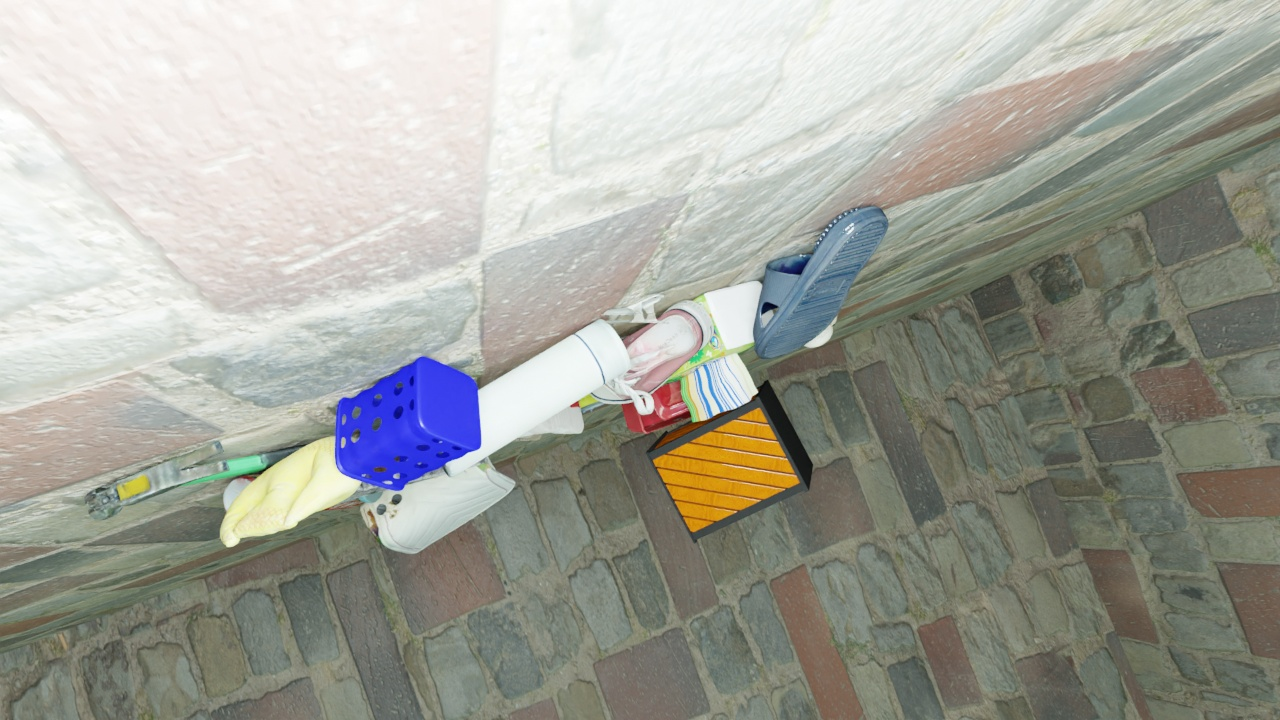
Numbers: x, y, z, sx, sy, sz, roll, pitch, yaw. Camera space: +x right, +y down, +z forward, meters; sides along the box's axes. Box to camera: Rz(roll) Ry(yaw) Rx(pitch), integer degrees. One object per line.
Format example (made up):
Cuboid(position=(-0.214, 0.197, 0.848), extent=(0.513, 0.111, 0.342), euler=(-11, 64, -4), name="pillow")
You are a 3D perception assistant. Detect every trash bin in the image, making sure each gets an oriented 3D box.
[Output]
Cuboid(position=(0.128, 0.137, 1.278), extent=(0.172, 0.139, 0.139), euler=(-28, -179, 15), name="trash bin")

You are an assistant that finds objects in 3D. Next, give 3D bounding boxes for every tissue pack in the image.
Cuboid(position=(0.087, 0.000, 1.196), extent=(0.120, 0.141, 0.198), euler=(-17, 173, -32), name="tissue pack")

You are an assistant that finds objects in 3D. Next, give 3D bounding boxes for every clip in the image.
Cuboid(position=(0.004, -0.047, 1.013), extent=(0.054, 0.043, 0.101), euler=(-10, 180, 25), name="clip")

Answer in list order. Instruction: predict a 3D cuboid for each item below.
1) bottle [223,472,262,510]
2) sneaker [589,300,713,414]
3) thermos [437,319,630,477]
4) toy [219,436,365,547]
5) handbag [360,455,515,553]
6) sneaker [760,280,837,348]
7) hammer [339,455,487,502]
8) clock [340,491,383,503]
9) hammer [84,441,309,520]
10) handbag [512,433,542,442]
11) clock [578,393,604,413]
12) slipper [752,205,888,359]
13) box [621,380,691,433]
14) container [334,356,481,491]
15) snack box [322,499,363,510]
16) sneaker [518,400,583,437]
Cuboid(position=(-0.471, 0.172, 1.193), extent=(0.062, 0.062, 0.137), euler=(-23, 175, 16), name="bottle")
Cuboid(position=(-0.007, 0.007, 1.141), extent=(0.087, 0.118, 0.242), euler=(-42, -176, -41), name="sneaker")
Cuboid(position=(-0.120, 0.038, 0.981), extent=(0.229, 0.068, 0.068), euler=(-31, 177, -16), name="thermos")
Cuboid(position=(-0.342, 0.127, 0.923), extent=(0.171, 0.064, 0.154), euler=(-21, -161, 27), name="toy")
Cuboid(position=(-0.303, 0.194, 1.366), extent=(0.198, 0.096, 0.142), euler=(-33, 159, -1), name="handbag")
Cuboid(position=(0.217, -0.068, 1.225), extent=(0.089, 0.102, 0.241), euler=(-22, 173, 8), name="sneaker")
Cuboid(position=(-0.244, 0.083, 1.072), extent=(0.217, 0.037, 0.302), euler=(-12, 161, -32), name="hammer")
Cuboid(position=(-0.376, 0.154, 1.210), extent=(0.124, 0.053, 0.090), euler=(-1, -165, 1), name="clock")
Cuboid(position=(-0.418, 0.112, 0.996), extent=(0.130, 0.032, 0.318), euler=(-24, 174, 17), name="hammer")
Cuboid(position=(-0.269, 0.115, 1.486), extent=(0.198, 0.062, 0.176), euler=(-13, 173, -1), name="handbag")
Cuboid(position=(-0.104, 0.061, 1.477), extent=(0.119, 0.057, 0.083), euler=(-23, 174, 15), name="clock")
Cuboid(position=(0.184, -0.096, 1.038), extent=(0.101, 0.082, 0.264), euler=(-19, 154, -28), name="slipper")
Cuboid(position=(0.048, 0.025, 1.363), extent=(0.157, 0.137, 0.127), euler=(-18, 167, -23), name="box")
Cuboid(position=(-0.221, 0.061, 0.877), extent=(0.114, 0.085, 0.084), euler=(-26, 147, 27), name="container")
Cuboid(position=(-0.431, 0.180, 1.390), extent=(0.113, 0.060, 0.236), euler=(-21, 173, -5), name="snack box")
Cuboid(position=(-0.158, 0.074, 1.311), extent=(0.104, 0.090, 0.236), euler=(-13, 177, 12), name="sneaker")
